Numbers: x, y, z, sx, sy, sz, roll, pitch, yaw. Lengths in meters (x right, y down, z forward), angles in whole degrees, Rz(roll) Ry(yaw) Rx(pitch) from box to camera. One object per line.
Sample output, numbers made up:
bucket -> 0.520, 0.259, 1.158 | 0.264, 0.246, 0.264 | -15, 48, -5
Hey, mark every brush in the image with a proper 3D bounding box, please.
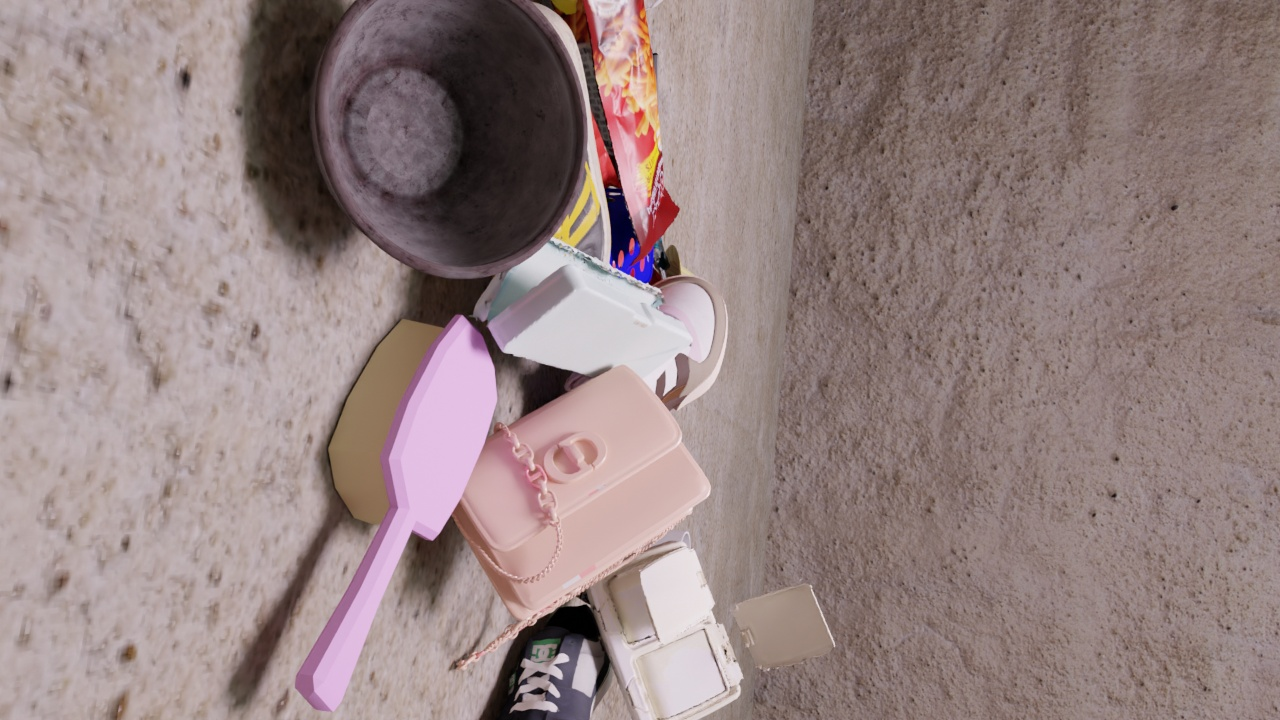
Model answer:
brush -> -0.138, 0.073, 0.495 | 0.089, 0.043, 0.228 | 79, 21, -45

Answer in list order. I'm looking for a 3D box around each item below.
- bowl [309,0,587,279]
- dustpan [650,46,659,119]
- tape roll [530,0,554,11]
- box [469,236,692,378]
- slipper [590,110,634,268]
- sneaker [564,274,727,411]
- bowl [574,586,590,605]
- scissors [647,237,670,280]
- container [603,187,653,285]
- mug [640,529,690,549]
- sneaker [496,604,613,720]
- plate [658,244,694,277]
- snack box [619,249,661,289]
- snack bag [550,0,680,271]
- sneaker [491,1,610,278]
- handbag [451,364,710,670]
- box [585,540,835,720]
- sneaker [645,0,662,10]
bowl -> -0.104, -0.116, 0.463 | 0.144, 0.067, 0.145 | -9, 104, -39
dustpan -> -0.007, -0.246, 0.927 | 0.163, 0.033, 0.257 | 52, 44, -69
tape roll -> -0.077, -0.235, 0.668 | 0.093, 0.030, 0.093 | 5, 89, -75
box -> -0.031, -0.023, 0.618 | 0.198, 0.073, 0.086 | 16, 97, -65
slipper -> -0.030, -0.153, 0.818 | 0.103, 0.059, 0.249 | -59, 148, -60
sneaker -> -0.005, 0.005, 0.789 | 0.292, 0.112, 0.117 | -55, 164, -35
bowl -> -0.033, 0.173, 0.856 | 0.115, 0.059, 0.115 | -63, 174, -13
scissors -> 0.017, -0.125, 0.981 | 0.134, 0.019, 0.130 | -78, 145, -67
container -> -0.045, -0.081, 0.731 | 0.113, 0.084, 0.085 | -58, 150, -59
mug -> -0.001, 0.228, 0.970 | 0.071, 0.089, 0.107 | 73, 25, -53
sneaker -> -0.076, 0.265, 0.728 | 0.235, 0.084, 0.079 | -45, 127, -76
plate -> 0.042, -0.035, 1.027 | 0.184, 0.036, 0.184 | -176, -89, -81
snack box -> -0.012, -0.026, 0.964 | 0.132, 0.036, 0.152 | 31, 64, -74
snack bag -> -0.014, -0.183, 0.681 | 0.138, 0.067, 0.208 | -72, 153, -60
sneaker -> -0.077, -0.097, 0.591 | 0.121, 0.086, 0.239 | -66, 154, -58
handbag -> -0.068, 0.109, 0.654 | 0.198, 0.116, 0.188 | -30, 167, -24
box -> 0.059, 0.215, 0.765 | 0.081, 0.181, 0.143 | 141, -72, -74
sneaker -> 0.011, -0.354, 0.783 | 0.089, 0.124, 0.239 | 79, 21, -43
